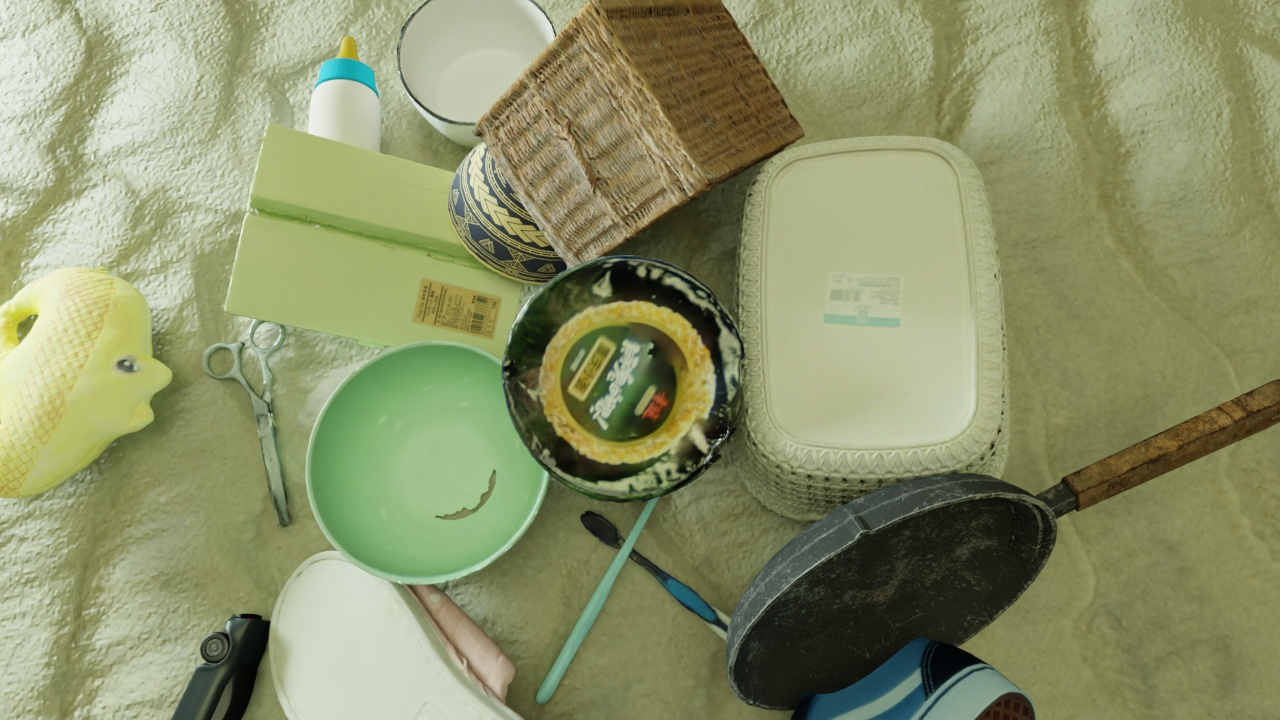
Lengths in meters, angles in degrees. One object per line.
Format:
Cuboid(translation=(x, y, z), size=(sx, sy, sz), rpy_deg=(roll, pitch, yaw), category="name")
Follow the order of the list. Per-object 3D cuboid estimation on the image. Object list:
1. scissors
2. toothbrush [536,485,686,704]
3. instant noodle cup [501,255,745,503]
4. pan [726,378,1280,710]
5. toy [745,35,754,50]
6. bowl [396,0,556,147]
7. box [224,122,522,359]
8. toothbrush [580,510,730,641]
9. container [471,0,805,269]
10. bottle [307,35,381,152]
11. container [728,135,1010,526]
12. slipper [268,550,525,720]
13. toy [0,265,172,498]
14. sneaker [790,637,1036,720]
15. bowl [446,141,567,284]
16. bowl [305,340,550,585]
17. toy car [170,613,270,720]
Cuboid(translation=(-0.253, 0.030, 0.635), size=(0.094, 0.014, 0.170), rpy_deg=(-37, 75, -8), category="scissors")
Cuboid(translation=(-0.018, 0.142, 0.589), size=(0.016, 0.016, 0.180), rpy_deg=(31, 88, -1), category="toothbrush")
Cuboid(translation=(-0.003, 0.003, 0.558), size=(0.137, 0.112, 0.137), rpy_deg=(1, 99, 6), category="instant noodle cup")
Cuboid(translation=(0.205, 0.094, 0.520), size=(0.357, 0.208, 0.040), rpy_deg=(-29, 48, 2), category="pan")
Cuboid(translation=(0.043, -0.201, 0.680), size=(0.063, 0.047, 0.110), rpy_deg=(31, 92, -1), category="toy")
Cuboid(translation=(-0.114, -0.207, 0.671), size=(0.116, 0.066, 0.116), rpy_deg=(0, 75, 0), category="bowl")
Cuboid(translation=(-0.168, -0.076, 0.617), size=(0.187, 0.044, 0.141), rpy_deg=(14, 76, -21), category="box")
Cuboid(translation=(0.036, 0.158, 0.600), size=(0.189, 0.017, 0.016), rpy_deg=(37, 89, 8), category="toothbrush")
Cuboid(translation=(0.006, -0.147, 0.575), size=(0.113, 0.197, 0.114), rpy_deg=(-31, 95, 34), category="container")
Cuboid(translation=(-0.215, -0.172, 0.669), size=(0.051, 0.051, 0.146), rpy_deg=(-2, 75, 0), category="bottle")
Cuboid(translation=(0.141, -0.021, 0.580), size=(0.185, 0.143, 0.246), rpy_deg=(-3, 75, 13), category="container")
Cuboid(translation=(-0.125, 0.209, 0.540), size=(0.274, 0.054, 0.114), rpy_deg=(33, 84, 33), category="slipper")
Cuboid(translation=(-0.390, 0.012, 0.618), size=(0.155, 0.065, 0.170), rpy_deg=(7, 67, 14), category="toy")
Cuboid(translation=(0.102, 0.248, 0.504), size=(0.241, 0.098, 0.083), rpy_deg=(-39, 117, -14), category="sneaker")
Cuboid(translation=(-0.069, -0.115, 0.624), size=(0.112, 0.061, 0.112), rpy_deg=(13, 55, -20), category="bowl")
Cuboid(translation=(-0.128, 0.069, 0.591), size=(0.151, 0.077, 0.150), rpy_deg=(0, 75, 0), category="bowl")
Cuboid(translation=(-0.264, 0.213, 0.570), size=(0.034, 0.046, 0.112), rpy_deg=(19, 74, 7), category="toy car")
